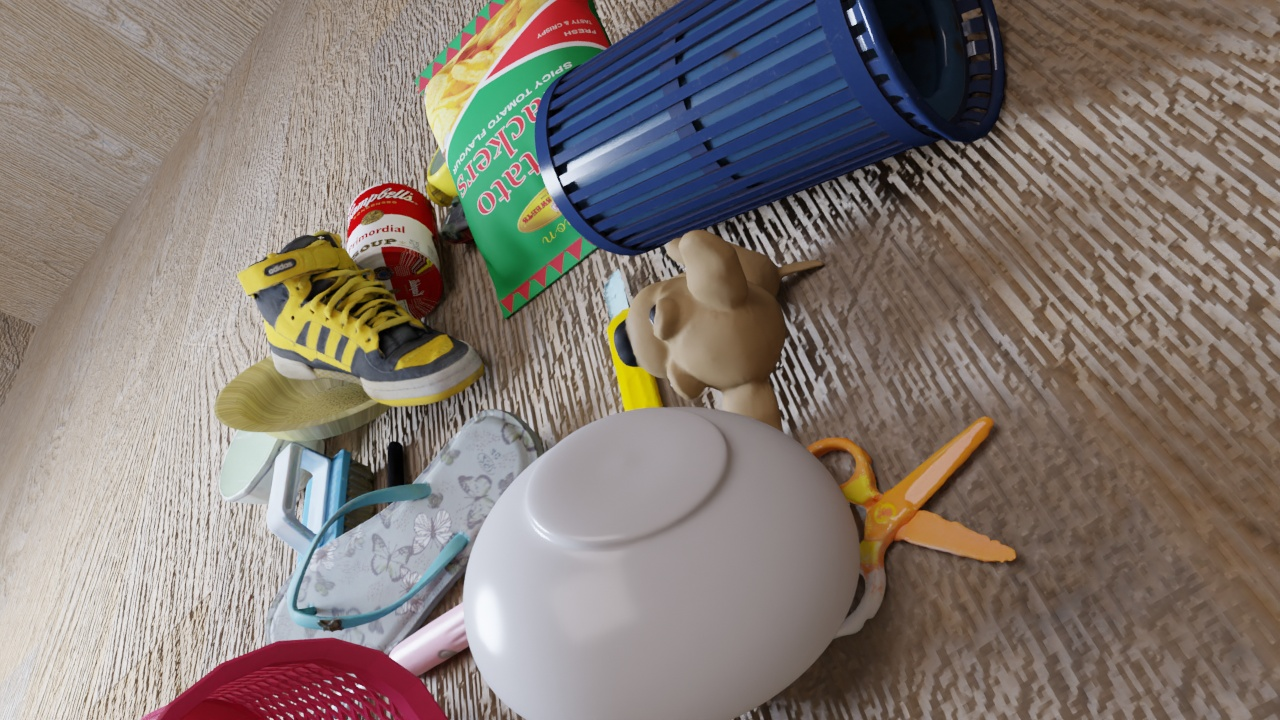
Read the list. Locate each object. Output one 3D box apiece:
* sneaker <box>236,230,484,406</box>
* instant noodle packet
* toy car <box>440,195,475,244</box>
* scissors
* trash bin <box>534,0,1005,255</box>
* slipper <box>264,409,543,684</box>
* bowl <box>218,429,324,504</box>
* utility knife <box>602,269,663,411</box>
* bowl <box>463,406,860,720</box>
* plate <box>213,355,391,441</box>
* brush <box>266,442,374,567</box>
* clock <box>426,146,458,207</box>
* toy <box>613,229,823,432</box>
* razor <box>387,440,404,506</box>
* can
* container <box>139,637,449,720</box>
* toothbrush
[{"bbox_3d":[-0.234,-0.040,0.751,0.239,0.122,0.085,7,36,33],"label":"sneaker"},{"bbox_3d":[-0.086,-0.191,0.739,0.196,0.090,0.252,-34,68,29],"label":"instant noodle packet"},{"bbox_3d":[-0.145,-0.131,0.830,0.091,0.036,0.042,-16,52,43],"label":"toy car"},{"bbox_3d":[0.106,0.075,0.406,0.125,0.011,0.128,12,75,54],"label":"scissors"},{"bbox_3d":[0.057,-0.151,0.528,0.250,0.139,0.139,-15,53,45],"label":"trash bin"},{"bbox_3d":[-0.172,0.138,0.626,0.269,0.054,0.098,-40,69,14],"label":"slipper"},{"bbox_3d":[-0.343,0.089,0.876,0.118,0.061,0.117,-29,44,32],"label":"bowl"},{"bbox_3d":[-0.003,0.003,0.581,0.030,0.018,0.190,-36,44,20],"label":"utility knife"},{"bbox_3d":[0.001,0.070,0.396,0.177,0.066,0.176,-13,30,8],"label":"bowl"},{"bbox_3d":[-0.274,0.029,0.809,0.184,0.036,0.184,-8,27,4],"label":"plate"},{"bbox_3d":[-0.258,0.133,0.732,0.055,0.075,0.135,-40,39,23],"label":"brush"},{"bbox_3d":[-0.167,-0.187,0.881,0.119,0.057,0.083,-1,62,58],"label":"clock"},{"bbox_3d":[0.042,-0.025,0.494,0.106,0.134,0.108,-8,28,21],"label":"toy"},{"bbox_3d":[-0.187,0.110,0.712,0.043,0.022,0.144,-46,37,14],"label":"razor"},{"bbox_3d":[-0.234,-0.102,0.869,0.087,0.086,0.116,-41,38,21],"label":"can"},{"bbox_3d":[-0.240,0.266,0.543,0.226,0.183,0.182,-24,47,47],"label":"container"},{"bbox_3d":[-0.135,0.185,0.592,0.223,0.027,0.026,-37,40,27],"label":"toothbrush"}]
